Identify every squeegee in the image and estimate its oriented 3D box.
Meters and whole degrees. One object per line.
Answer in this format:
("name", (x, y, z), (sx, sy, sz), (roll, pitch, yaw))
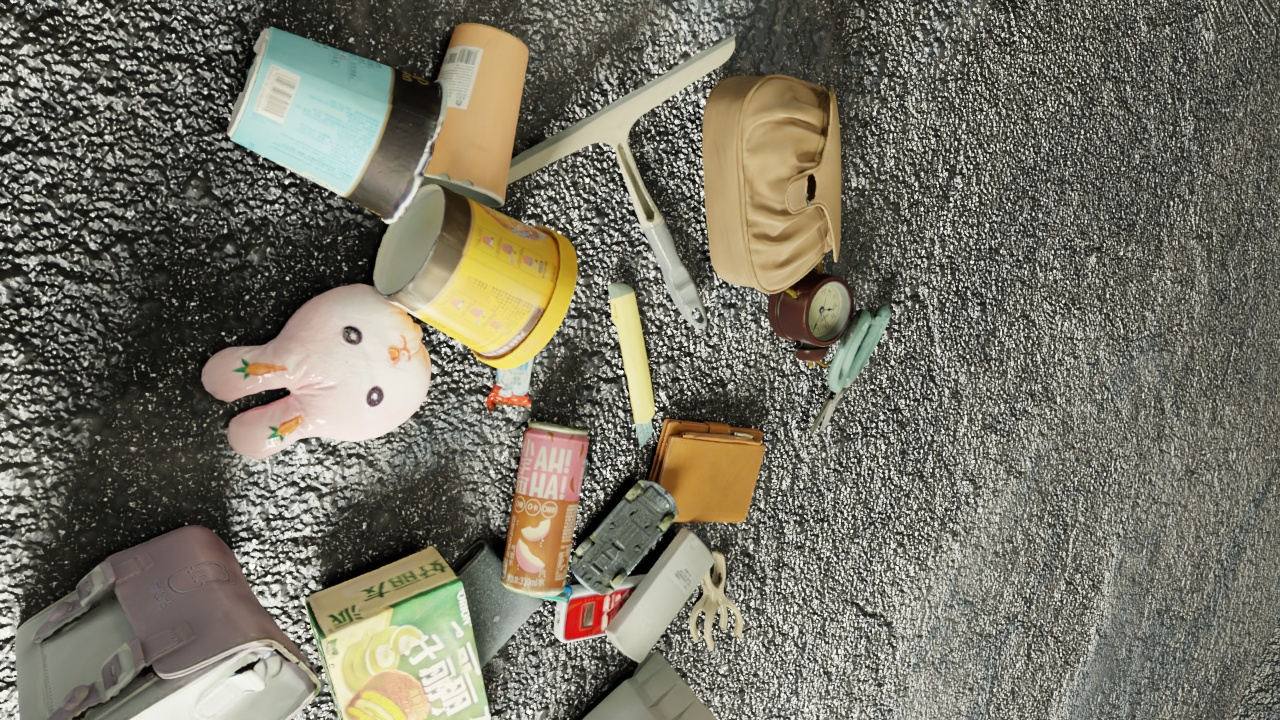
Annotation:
("squeegee", (0.012, -0.129, 0.837), (0.246, 0.039, 0.247), (-31, 126, -6))

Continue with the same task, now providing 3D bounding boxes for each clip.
("clip", (0.070, 0.265, 0.985), (0.089, 0.035, 0.104), (-34, 115, -26))

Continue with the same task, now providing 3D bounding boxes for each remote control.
("remote control", (-0.024, 0.246, 0.919), (0.135, 0.020, 0.056), (2, 100, -36))
("remote control", (0.021, 0.236, 0.923), (0.135, 0.019, 0.056), (-50, 127, -19))

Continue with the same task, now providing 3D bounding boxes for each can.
("can", (-0.084, 0.130, 0.810), (0.057, 0.058, 0.147), (11, 87, -38))

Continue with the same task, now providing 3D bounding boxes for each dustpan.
("dustpan", (-0.017, 0.444, 0.858), (0.257, 0.223, 0.142), (-34, 108, -13))

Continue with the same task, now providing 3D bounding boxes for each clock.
("clock", (0.186, -0.047, 0.974), (0.082, 0.055, 0.122), (-41, 124, -21))

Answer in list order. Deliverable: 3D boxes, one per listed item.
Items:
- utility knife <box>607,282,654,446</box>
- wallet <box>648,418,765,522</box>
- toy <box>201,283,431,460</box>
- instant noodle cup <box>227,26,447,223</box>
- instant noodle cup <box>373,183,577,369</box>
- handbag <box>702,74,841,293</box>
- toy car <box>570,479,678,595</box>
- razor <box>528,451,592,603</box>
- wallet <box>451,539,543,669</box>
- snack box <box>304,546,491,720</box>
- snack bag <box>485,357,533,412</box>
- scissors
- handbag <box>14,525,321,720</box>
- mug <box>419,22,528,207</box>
("utility knife", (-0.005, 0.005, 0.872), (0.030, 0.019, 0.175), (-23, 113, -25))
("wallet", (0.067, 0.116, 0.945), (0.131, 0.031, 0.108), (8, 101, -37))
("toy", (-0.235, 0.012, 0.686), (0.159, 0.054, 0.121), (-26, 115, -24))
("instant noodle cup", (-0.211, -0.166, 0.632), (0.120, 0.111, 0.111), (19, 90, -29))
("instant noodle cup", (-0.129, -0.067, 0.698), (0.114, 0.118, 0.118), (26, 86, -38))
("handbag", (0.135, -0.170, 0.877), (0.147, 0.100, 0.205), (-21, 116, -32))
("toy car", (-0.015, 0.170, 0.885), (0.054, 0.037, 0.120), (41, 81, 8))
("razor", (-0.071, 0.153, 0.860), (0.042, 0.022, 0.142), (17, 85, -31))
("wallet", (-0.155, 0.233, 0.823), (0.120, 0.019, 0.097), (-46, 124, -15))
("snack box", (-0.192, 0.284, 0.766), (0.114, 0.063, 0.240), (-18, 116, -27))
("snack bag", (-0.107, -0.005, 0.789), (0.045, 0.026, 0.105), (5, 98, -28))
("scissors", (0.225, 0.004, 1.003), (0.174, 0.019, 0.176), (-58, 158, -5))
("handbag", (-0.309, 0.192, 0.586), (0.144, 0.197, 0.098), (-36, 121, -25))
("mug", (-0.129, -0.187, 0.700), (0.078, 0.078, 0.122), (14, 88, -38))
